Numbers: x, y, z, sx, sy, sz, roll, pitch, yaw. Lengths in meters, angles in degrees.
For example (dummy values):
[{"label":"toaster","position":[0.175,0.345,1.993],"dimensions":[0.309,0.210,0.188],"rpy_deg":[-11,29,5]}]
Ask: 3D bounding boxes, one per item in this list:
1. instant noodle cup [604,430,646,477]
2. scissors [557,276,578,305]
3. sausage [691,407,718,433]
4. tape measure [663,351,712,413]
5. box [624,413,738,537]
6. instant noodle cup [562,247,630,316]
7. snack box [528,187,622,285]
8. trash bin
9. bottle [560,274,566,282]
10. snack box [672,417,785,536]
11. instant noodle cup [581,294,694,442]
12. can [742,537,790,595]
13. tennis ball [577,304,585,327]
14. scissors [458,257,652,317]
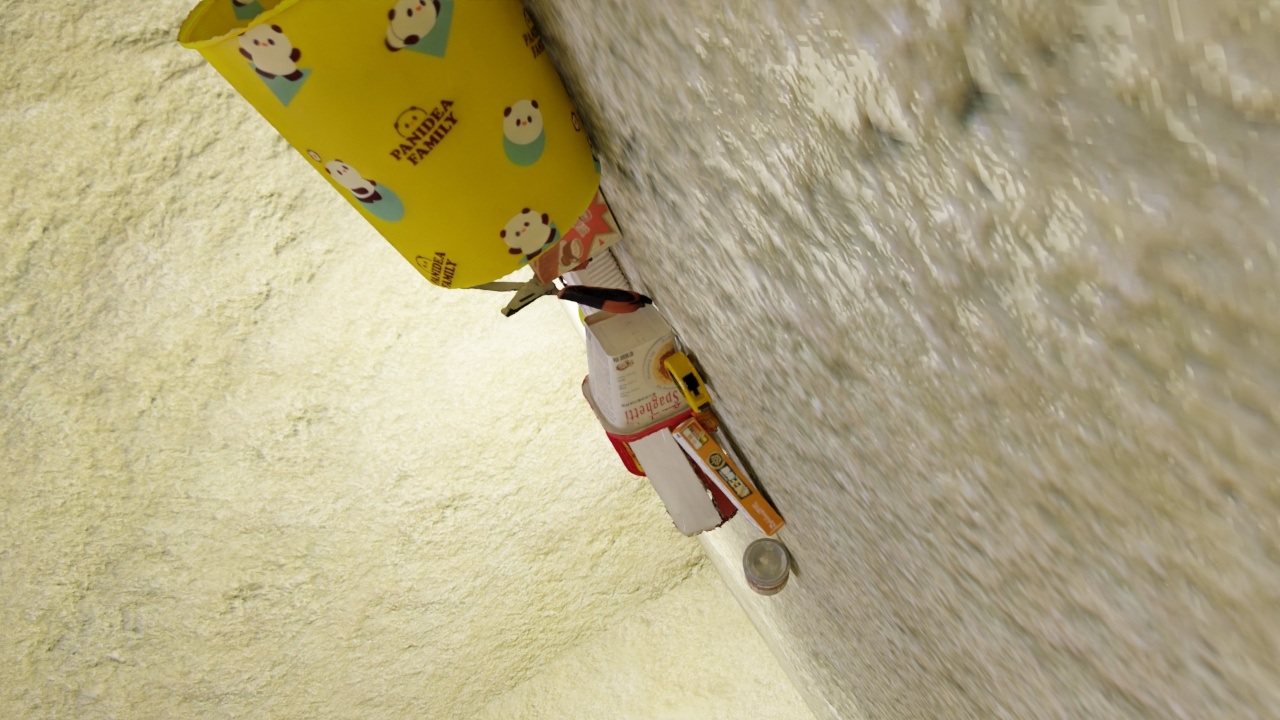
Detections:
[{"label":"instant noodle cup","position":[0.013,0.080,1.279],"dimensions":[0.116,0.116,0.123],"rpy_deg":[61,-174,-26]},{"label":"scissors","position":[-0.115,-0.132,1.315],"dimensions":[0.234,0.021,0.160],"rpy_deg":[64,172,-29]},{"label":"sausage","position":[0.050,0.032,1.070],"dimensions":[0.165,0.021,0.021],"rpy_deg":[53,173,45]},{"label":"tape measure","position":[0.049,0.017,0.935],"dimensions":[0.057,0.029,0.060],"rpy_deg":[60,175,-31]},{"label":"box","position":[0.050,0.135,1.151],"dimensions":[0.092,0.080,0.168],"rpy_deg":[-29,93,45]},{"label":"instant noodle cup","position":[-0.061,-0.107,1.110],"dimensions":[0.173,0.060,0.138],"rpy_deg":[59,175,-18]},{"label":"snack box","position":[-0.086,-0.147,0.905],"dimensions":[0.093,0.094,0.077],"rpy_deg":[62,174,-37]},{"label":"trash bin","position":[-0.168,-0.208,0.707],"dimensions":[0.255,0.229,0.229],"rpy_deg":[55,179,-39]},{"label":"bottle","position":[-0.119,-0.188,1.212],"dimensions":[0.175,0.057,0.057],"rpy_deg":[58,176,9]},{"label":"snack box","position":[0.096,0.129,1.025],"dimensions":[0.153,0.026,0.075],"rpy_deg":[49,174,3]},{"label":"instant noodle cup","position":[-0.006,0.006,1.003],"dimensions":[0.116,0.116,0.124],"rpy_deg":[55,163,43]},{"label":"can","position":[0.159,0.262,1.157],"dimensions":[0.058,0.058,0.116],"rpy_deg":[57,175,22]},{"label":"tennis ball","position":[-0.051,-0.066,1.234],"dimensions":[0.065,0.065,0.065],"rpy_deg":[58,176,7]},{"label":"scissors","position":[-0.087,-0.078,0.936],"dimensions":[0.189,0.226,0.015],"rpy_deg":[-119,43,-55]}]
